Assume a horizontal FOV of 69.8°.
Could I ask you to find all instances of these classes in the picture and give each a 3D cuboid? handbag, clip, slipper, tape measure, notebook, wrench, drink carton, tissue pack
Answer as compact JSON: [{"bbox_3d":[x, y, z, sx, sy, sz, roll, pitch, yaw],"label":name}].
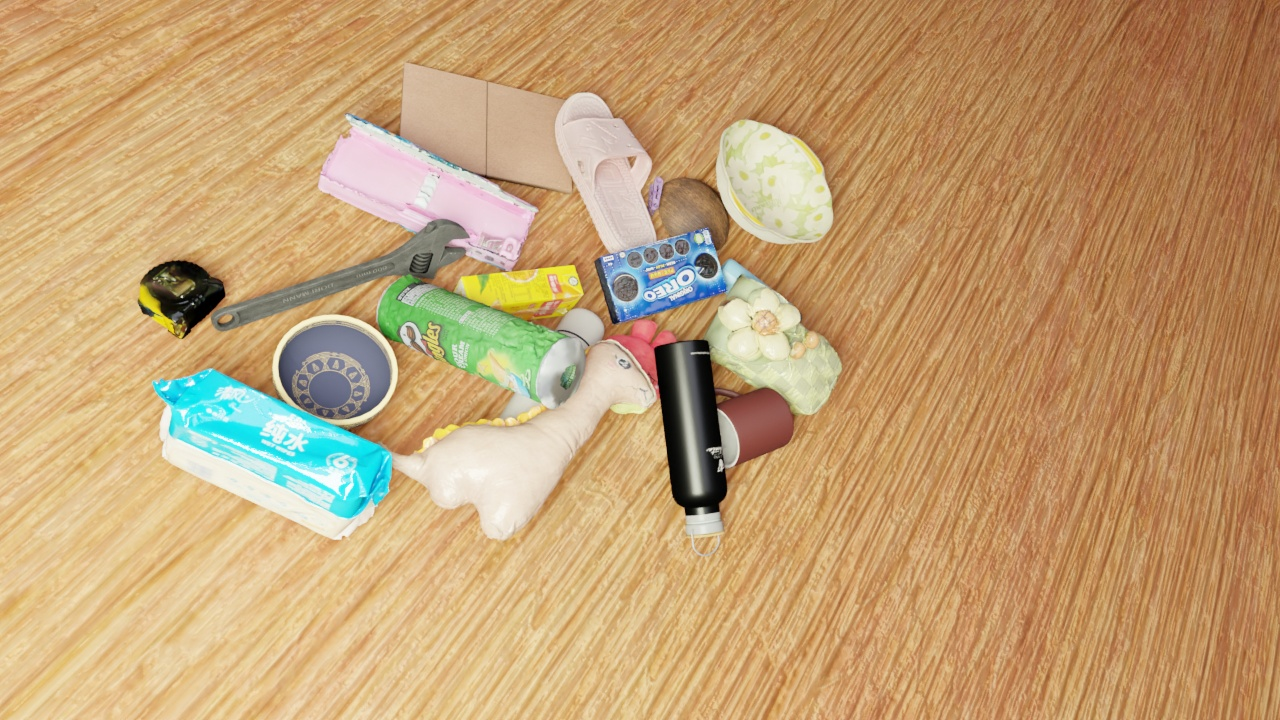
[{"bbox_3d":[0.165,-0.017,1.086,0.186,0.117,0.113,34,74,-11],"label":"handbag"},{"bbox_3d":[0.019,-0.211,1.170,0.013,0.036,0.053,16,74,-16],"label":"clip"},{"bbox_3d":[-0.034,-0.235,1.128,0.094,0.065,0.239,-9,72,-37],"label":"slipper"},{"bbox_3d":[-0.437,-0.065,0.868,0.062,0.038,0.067,30,57,8],"label":"tape measure"},{"bbox_3d":[-0.185,-0.281,1.117,0.209,0.008,0.141,7,63,-22],"label":"notebook"},{"bbox_3d":[-0.299,-0.085,0.940,0.272,0.073,0.018,-23,55,-26],"label":"wrench"},{"bbox_3d":[-0.135,-0.069,1.008,0.134,0.059,0.043,-10,73,-29],"label":"drink carton"},{"bbox_3d":[-0.326,0.084,0.809,0.209,0.117,0.065,27,52,-12],"label":"tissue pack"}]

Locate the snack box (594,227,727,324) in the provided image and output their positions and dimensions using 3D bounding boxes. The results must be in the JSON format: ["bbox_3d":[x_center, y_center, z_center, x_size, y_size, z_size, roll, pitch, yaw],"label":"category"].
[{"bbox_3d":[0.025,-0.100,1.092,0.150,0.027,0.082,-19,91,-22],"label":"snack box"}]

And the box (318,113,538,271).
[{"bbox_3d":[-0.223,-0.193,1.003,0.230,0.097,0.085,24,58,-13],"label":"box"}]

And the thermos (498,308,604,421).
[{"bbox_3d":[-0.103,0.035,0.976,0.052,0.052,0.223,33,57,-7],"label":"thermos"}]

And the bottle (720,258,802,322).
[{"bbox_3d":[0.152,-0.075,1.159,0.130,0.040,0.040,37,56,-5],"label":"bottle"}]

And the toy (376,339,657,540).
[{"bbox_3d":[-0.108,0.052,0.898,0.196,0.065,0.263,31,51,3],"label":"toy"}]

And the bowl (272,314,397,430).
[{"bbox_3d":[-0.297,0.019,0.886,0.112,0.061,0.112,11,62,-21],"label":"bowl"}]

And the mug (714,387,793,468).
[{"bbox_3d":[0.112,0.066,1.059,0.082,0.073,0.105,-17,48,-31],"label":"mug"}]

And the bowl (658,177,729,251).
[{"bbox_3d":[0.074,-0.195,1.188,0.101,0.026,0.114,-2,67,-26],"label":"bowl"}]

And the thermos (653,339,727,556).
[{"bbox_3d":[0.059,0.096,1.001,0.061,0.061,0.231,-4,83,-27],"label":"thermos"}]

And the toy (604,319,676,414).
[{"bbox_3d":[-0.006,0.006,1.041,0.091,0.045,0.134,43,53,-5],"label":"toy"}]

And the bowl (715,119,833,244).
[{"bbox_3d":[0.165,-0.224,1.215,0.188,0.060,0.218,49,47,-3],"label":"bowl"}]

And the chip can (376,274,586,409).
[{"bbox_3d":[-0.156,-0.021,0.896,0.223,0.075,0.075,21,49,30],"label":"chip can"}]
